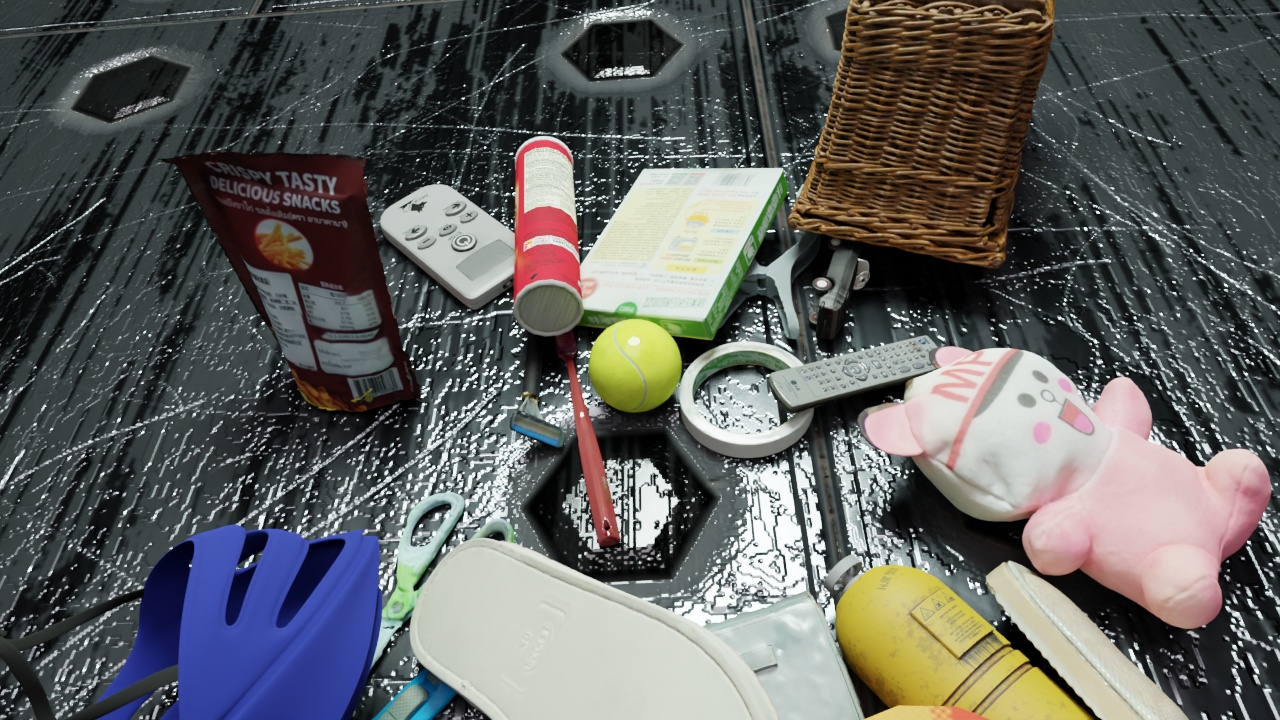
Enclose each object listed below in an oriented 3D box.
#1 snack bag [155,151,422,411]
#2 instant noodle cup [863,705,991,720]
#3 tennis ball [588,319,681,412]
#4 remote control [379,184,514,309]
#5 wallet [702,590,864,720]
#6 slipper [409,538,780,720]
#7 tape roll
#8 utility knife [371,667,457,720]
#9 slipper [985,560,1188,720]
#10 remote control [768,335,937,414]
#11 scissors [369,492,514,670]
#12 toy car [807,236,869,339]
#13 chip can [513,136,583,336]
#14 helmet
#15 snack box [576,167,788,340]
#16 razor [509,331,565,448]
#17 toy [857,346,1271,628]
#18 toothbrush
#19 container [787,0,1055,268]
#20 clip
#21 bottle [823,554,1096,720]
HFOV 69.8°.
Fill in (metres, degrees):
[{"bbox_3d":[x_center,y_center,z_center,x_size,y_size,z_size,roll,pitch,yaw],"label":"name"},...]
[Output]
[{"bbox_3d":[-0.223,-0.050,0.618,0.139,0.208,0.066,10,51,15],"label":"snack bag"},{"bbox_3d":[0.124,0.233,0.396,0.123,0.121,0.123,-3,49,3],"label":"instant noodle cup"},{"bbox_3d":[-0.004,0.004,0.642,0.065,0.065,0.065,-3,49,3],"label":"tennis ball"},{"bbox_3d":[-0.158,-0.103,0.781,0.074,0.019,0.151,-38,56,-23],"label":"remote control"},{"bbox_3d":[0.048,0.186,0.495,0.131,0.054,0.100,-18,49,-3],"label":"wallet"},{"bbox_3d":[-0.028,0.166,0.463,0.275,0.054,0.114,18,71,49],"label":"slipper"},{"bbox_3d":[0.075,0.026,0.646,0.094,0.018,0.093,-3,49,4],"label":"tape roll"},{"bbox_3d":[-0.126,0.192,0.530,0.031,0.015,0.185,33,59,25],"label":"utility knife"},{"bbox_3d":[0.278,0.190,0.432,0.272,0.114,0.054,46,109,38],"label":"slipper"},{"bbox_3d":[0.153,0.009,0.639,0.136,0.013,0.033,-14,52,-19],"label":"remote control"},{"bbox_3d":[-0.143,0.158,0.561,0.093,0.032,0.174,18,58,18],"label":"scissors"},{"bbox_3d":[0.151,-0.057,0.693,0.037,0.040,0.092,13,50,16],"label":"toy car"},{"bbox_3d":[-0.075,-0.105,0.733,0.052,0.052,0.214,-8,41,0],"label":"chip can"},{"bbox_3d":[-0.253,0.156,0.441,0.148,0.227,0.241,9,62,55],"label":"helmet"},{"bbox_3d":[0.027,-0.090,0.721,0.132,0.027,0.167,8,52,31],"label":"snack box"},{"bbox_3d":[-0.078,0.006,0.681,0.042,0.022,0.144,27,37,-27],"label":"razor"},{"bbox_3d":[0.248,0.064,0.553,0.213,0.084,0.141,32,55,26],"label":"toy"},{"bbox_3d":[-0.040,0.045,0.643,0.016,0.016,0.189,-10,49,-7],"label":"toothbrush"},{"bbox_3d":[0.227,-0.223,0.710,0.162,0.183,0.249,12,41,13],"label":"container"},{"bbox_3d":[0.084,-0.085,0.736,0.115,0.028,0.162,6,50,13],"label":"clip"},{"bbox_3d":[0.165,0.167,0.482,0.071,0.071,0.164,-33,54,-20],"label":"bottle"}]
